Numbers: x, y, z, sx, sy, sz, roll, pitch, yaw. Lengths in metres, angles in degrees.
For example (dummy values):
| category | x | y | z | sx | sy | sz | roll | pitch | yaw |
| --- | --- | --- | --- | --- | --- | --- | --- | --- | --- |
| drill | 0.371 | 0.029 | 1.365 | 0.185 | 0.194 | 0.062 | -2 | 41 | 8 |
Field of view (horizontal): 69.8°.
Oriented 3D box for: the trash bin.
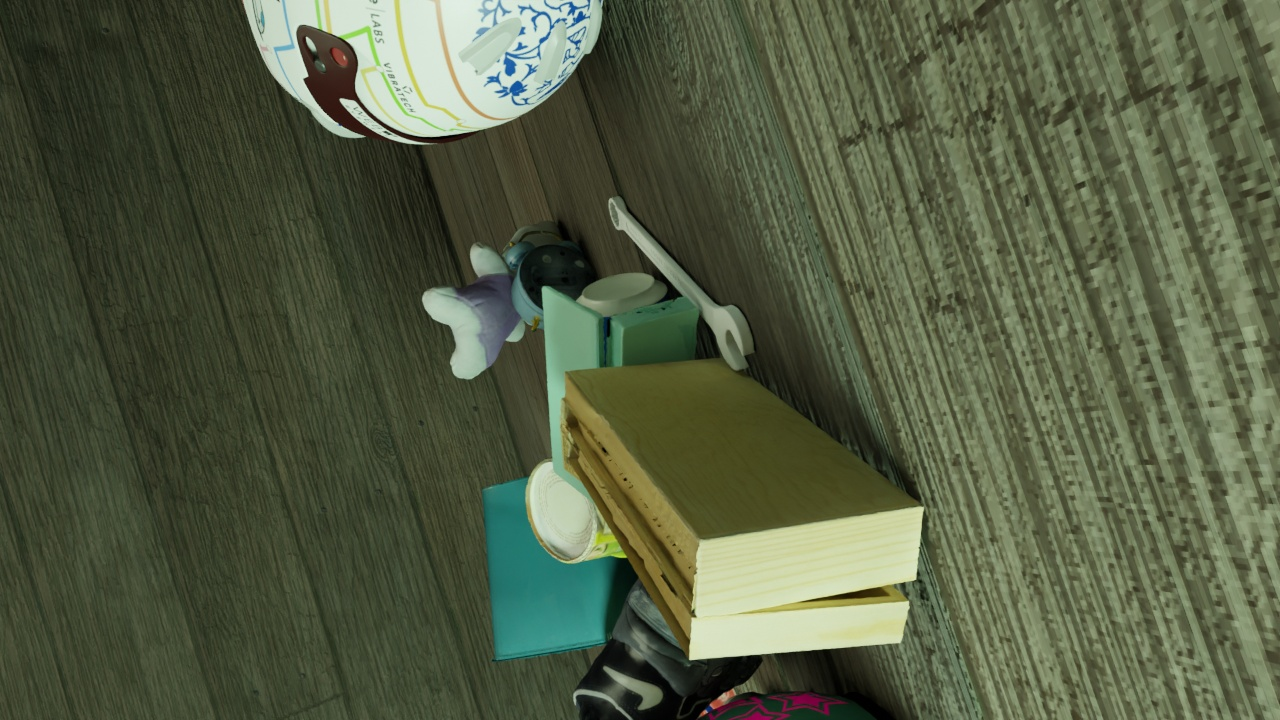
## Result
| category | x | y | z | sx | sy | sz | roll | pitch | yaw |
| --- | --- | --- | --- | --- | --- | --- | --- | --- | --- |
| trash bin | -0.095 | 0.256 | 1.197 | 0.199 | 0.197 | 0.218 | 10 | -114 | -65 |

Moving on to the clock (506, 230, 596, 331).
| category | x | y | z | sx | sy | sz | roll | pitch | yaw |
| --- | --- | --- | --- | --- | --- | --- | --- | --- | --- |
| clock | -0.100 | -0.091 | 1.012 | 0.052 | 0.088 | 0.124 | -46 | 53 | 57 |

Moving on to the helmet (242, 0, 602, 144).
| category | x | y | z | sx | sy | sz | roll | pitch | yaw |
| --- | --- | --- | --- | --- | --- | --- | --- | --- | --- |
| helmet | -0.138 | -0.272 | 0.629 | 0.236 | 0.230 | 0.315 | 29 | 143 | 16 |

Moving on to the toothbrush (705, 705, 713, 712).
| category | x | y | z | sx | sy | sz | roll | pitch | yaw |
| --- | --- | --- | --- | --- | --- | --- | --- | --- | --- |
| toothbrush | 0.103 | 0.384 | 0.911 | 0.187 | 0.016 | 0.011 | 31 | 146 | 52 |

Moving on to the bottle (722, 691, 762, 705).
| category | x | y | z | sx | sy | sz | roll | pitch | yaw |
| --- | --- | --- | --- | --- | --- | --- | --- | --- | --- |
| bottle | 0.104 | 0.325 | 0.803 | 0.108 | 0.060 | 0.060 | 138 | 113 | -76 |

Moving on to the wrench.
| category | x | y | z | sx | sy | sz | roll | pitch | yaw |
| --- | --- | --- | --- | --- | --- | --- | --- | --- | --- |
| wrench | 0.024 | -0.071 | 0.718 | 0.273 | 0.009 | 0.047 | -126 | 22 | -53 |

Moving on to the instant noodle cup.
| category | x | y | z | sx | sy | sz | roll | pitch | yaw |
| --- | --- | --- | --- | --- | --- | --- | --- | --- | --- |
| instant noodle cup | -0.057 | 0.159 | 1.034 | 0.146 | 0.097 | 0.146 | 8 | 102 | 42 |

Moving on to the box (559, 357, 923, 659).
| category | x | y | z | sx | sy | sz | roll | pitch | yaw |
| --- | --- | --- | --- | --- | --- | --- | --- | --- | --- |
| box | 0.043 | 0.078 | 0.555 | 0.249 | 0.128 | 0.092 | -139 | 43 | -64 |

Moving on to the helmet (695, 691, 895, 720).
| category | x | y | z | sx | sy | sz | roll | pitch | yaw |
| --- | --- | --- | --- | --- | --- | --- | --- | --- | --- |
| helmet | 0.089 | 0.320 | 0.544 | 0.275 | 0.200 | 0.176 | -155 | 48 | -72 |

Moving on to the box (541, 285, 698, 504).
| category | x | y | z | sx | sy | sz | roll | pitch | yaw |
| --- | --- | --- | --- | --- | --- | --- | --- | --- | --- |
| box | -0.017 | 0.029 | 0.723 | 0.113 | 0.078 | 0.188 | 25 | 131 | 33 |

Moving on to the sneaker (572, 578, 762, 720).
| category | x | y | z | sx | sy | sz | roll | pitch | yaw |
| --- | --- | --- | --- | --- | --- | --- | --- | --- | --- |
| sneaker | 0.011 | 0.259 | 0.715 | 0.097 | 0.150 | 0.252 | 37 | 172 | 20 |

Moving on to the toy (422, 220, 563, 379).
| category | x | y | z | sx | sy | sz | roll | pitch | yaw |
| --- | --- | --- | --- | --- | --- | --- | --- | --- | --- |
| toy | -0.149 | -0.078 | 1.067 | 0.086 | 0.208 | 0.138 | 3 | 122 | 40 |

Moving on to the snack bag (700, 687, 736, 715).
| category | x | y | z | sx | sy | sz | roll | pitch | yaw |
| --- | --- | --- | --- | --- | --- | --- | --- | --- | --- |
| snack bag | 0.090 | 0.386 | 0.994 | 0.077 | 0.036 | 0.116 | 107 | 143 | -68 |

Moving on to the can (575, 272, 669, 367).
| category | x | y | z | sx | sy | sz | roll | pitch | yaw |
| --- | --- | --- | --- | --- | --- | --- | --- | --- | --- |
| can | -0.005 | 0.005 | 0.780 | 0.079 | 0.079 | 0.146 | -134 | 29 | -62 |
